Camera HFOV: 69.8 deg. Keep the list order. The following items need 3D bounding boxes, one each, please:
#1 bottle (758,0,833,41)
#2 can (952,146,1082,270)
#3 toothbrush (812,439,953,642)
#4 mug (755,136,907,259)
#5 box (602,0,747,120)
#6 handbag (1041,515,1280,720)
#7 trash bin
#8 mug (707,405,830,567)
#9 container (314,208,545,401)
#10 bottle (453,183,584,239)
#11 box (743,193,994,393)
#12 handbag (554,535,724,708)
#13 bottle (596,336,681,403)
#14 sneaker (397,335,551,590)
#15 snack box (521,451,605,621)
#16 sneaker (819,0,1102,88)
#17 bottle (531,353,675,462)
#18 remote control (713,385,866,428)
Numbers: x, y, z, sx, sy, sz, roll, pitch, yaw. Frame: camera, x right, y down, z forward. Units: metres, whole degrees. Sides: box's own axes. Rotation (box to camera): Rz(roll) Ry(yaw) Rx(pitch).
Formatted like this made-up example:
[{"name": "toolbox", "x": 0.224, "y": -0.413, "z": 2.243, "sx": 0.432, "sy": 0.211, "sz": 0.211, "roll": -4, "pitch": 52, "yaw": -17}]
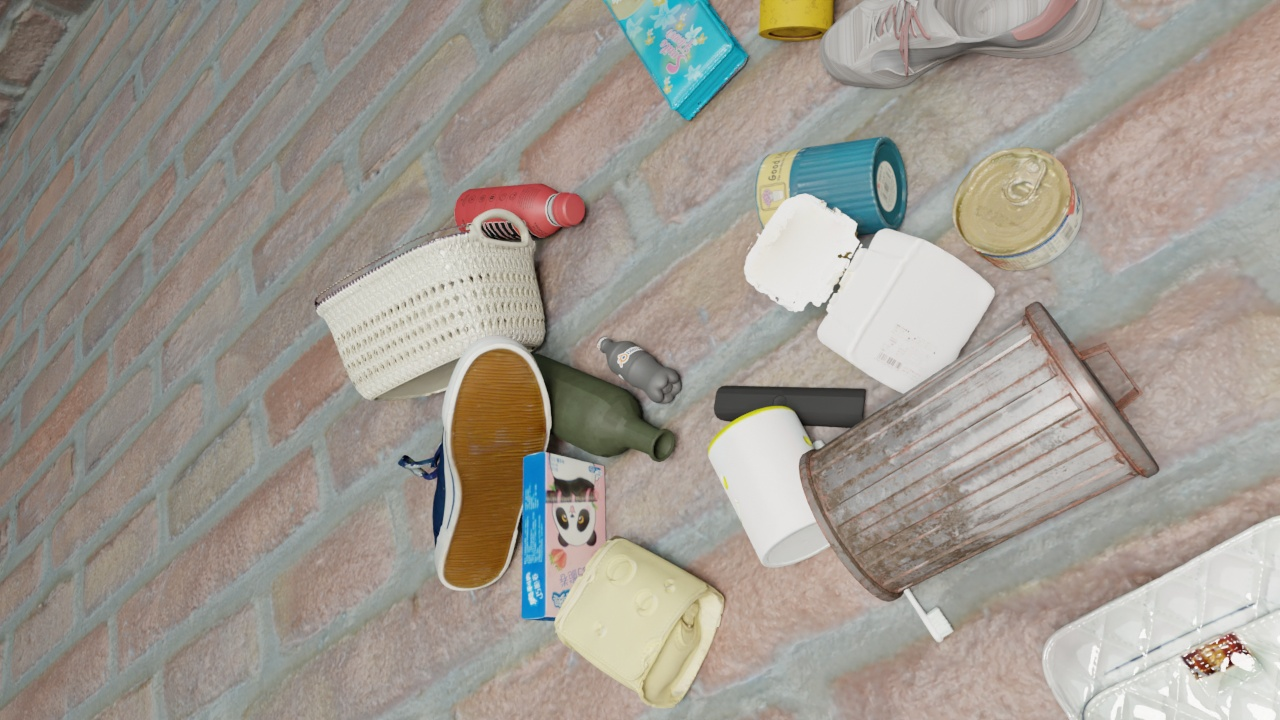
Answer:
[{"name": "bottle", "x": 0.147, "y": -0.389, "z": 0.852, "sx": 0.071, "sy": 0.070, "sz": 0.164, "roll": 9, "pitch": 102, "yaw": 41}, {"name": "can", "x": 0.288, "y": -0.115, "z": 0.700, "sx": 0.086, "sy": 0.043, "sz": 0.086, "roll": -13, "pitch": 68, "yaw": 36}, {"name": "toothbrush", "x": 0.187, "y": 0.136, "z": 0.724, "sx": 0.017, "sy": 0.012, "sz": 0.186, "roll": -35, "pitch": 55, "yaw": 10}, {"name": "mug", "x": 0.161, "y": -0.129, "z": 0.783, "sx": 0.107, "sy": 0.083, "sz": 0.113, "roll": -1, "pitch": 67, "yaw": 36}, {"name": "box", "x": 0.033, "y": -0.364, "z": 0.997, "sx": 0.094, "sy": 0.039, "sz": 0.226, "roll": -42, "pitch": 52, "yaw": 23}, {"name": "handbag", "x": 0.346, "y": 0.185, "z": 0.536, "sx": 0.195, "sy": 0.072, "sz": 0.138, "roll": -41, "pitch": 55, "yaw": 23}, {"name": "trash bin", "x": 0.231, "y": 0.062, "z": 0.627, "sx": 0.212, "sy": 0.130, "sz": 0.130, "roll": -36, "pitch": 56, "yaw": 23}, {"name": "mug", "x": 0.112, "y": 0.103, "z": 0.749, "sx": 0.083, "sy": 0.082, "sz": 0.106, "roll": -39, "pitch": 56, "yaw": 23}, {"name": "container", "x": -0.224, "y": -0.051, "z": 1.015, "sx": 0.252, "sy": 0.184, "sz": 0.143, "roll": -22, "pitch": 82, "yaw": 29}, {"name": "bottle", "x": -0.138, "y": -0.171, "z": 1.057, "sx": 0.177, "sy": 0.062, "sz": 0.062, "roll": 5, "pitch": 79, "yaw": 40}, {"name": "box", "x": 0.169, "y": -0.055, "z": 0.706, "sx": 0.111, "sy": 0.189, "sz": 0.101, "roll": -59, "pitch": 5, "yaw": 7}, {"name": "handbag", "x": -0.003, "y": 0.226, "z": 0.807, "sx": 0.119, "sy": 0.081, "sz": 0.111, "roll": 18, "pitch": 75, "yaw": 44}, {"name": "bottle", "x": -0.005, "y": 0.005, "z": 0.908, "sx": 0.110, "sy": 0.036, "sz": 0.036, "roll": 35, "pitch": 99, "yaw": 41}, {"name": "sneaker", "x": -0.172, "y": 0.088, "z": 0.933, "sx": 0.127, "sy": 0.120, "sz": 0.295, "roll": -121, "pitch": 38, "yaw": -50}, {"name": "snack box", "x": -0.072, "y": 0.170, "z": 0.876, "sx": 0.033, "sy": 0.088, "sz": 0.154, "roll": -16, "pitch": 66, "yaw": 36}, {"name": "sneaker", "x": 0.242, "y": -0.286, "z": 0.756, "sx": 0.237, "sy": 0.089, "sz": 0.099, "roll": 1, "pitch": 86, "yaw": 39}, {"name": "bottle", "x": -0.051, "y": 0.052, "z": 0.908, "sx": 0.207, "sy": 0.071, "sz": 0.071, "roll": 21, "pitch": 89, "yaw": 42}, {"name": "remote control", "x": 0.129, "y": 0.039, "z": 0.800, "sx": 0.147, "sy": 0.015, "sz": 0.033, "roll": 0, "pitch": 76, "yaw": 40}]
